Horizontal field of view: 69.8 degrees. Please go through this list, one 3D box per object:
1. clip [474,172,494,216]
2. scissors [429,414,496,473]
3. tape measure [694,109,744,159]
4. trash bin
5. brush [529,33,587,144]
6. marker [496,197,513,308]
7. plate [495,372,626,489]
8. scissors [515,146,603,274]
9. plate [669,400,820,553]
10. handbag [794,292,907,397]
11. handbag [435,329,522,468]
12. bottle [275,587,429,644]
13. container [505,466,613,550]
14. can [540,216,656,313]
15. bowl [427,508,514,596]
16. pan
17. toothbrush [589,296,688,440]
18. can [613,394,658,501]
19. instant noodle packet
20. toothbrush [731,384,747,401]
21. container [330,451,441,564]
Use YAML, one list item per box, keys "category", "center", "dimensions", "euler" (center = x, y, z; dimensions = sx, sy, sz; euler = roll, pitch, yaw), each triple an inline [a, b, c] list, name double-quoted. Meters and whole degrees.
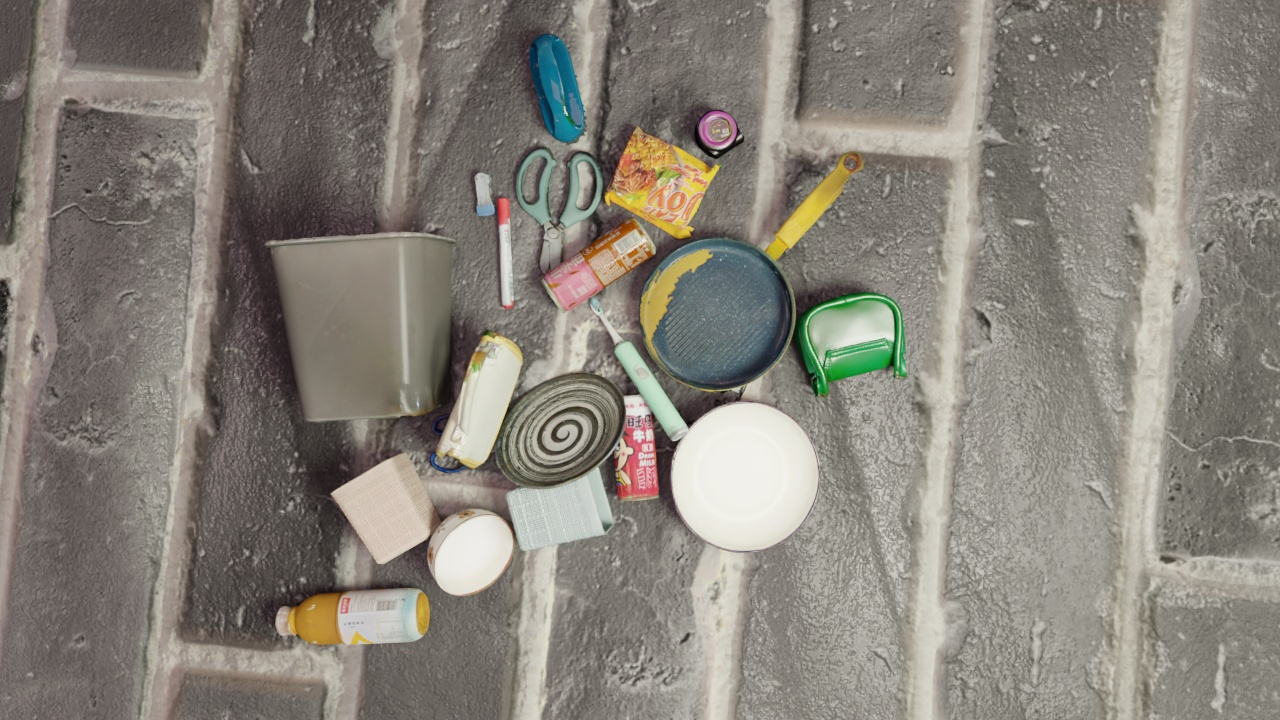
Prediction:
- category: "clip"
  center: [-0.207, -0.220, 1.216]
  dimensions: [0.025, 0.032, 0.057]
  euler: [-6, 95, 5]
- category: "scissors"
  center: [-0.197, 0.122, 1.208]
  dimensions: [0.172, 0.012, 0.132]
  euler: [32, 89, 3]
- category: "tape measure"
  center: [0.099, -0.294, 1.189]
  dimensions: [0.057, 0.039, 0.058]
  euler: [-35, 92, 1]
- category: "trash bin"
  center: [-0.332, -0.044, 1.140]
  dimensions: [0.199, 0.198, 0.220]
  euler: [-3, 95, 5]
- category: "brush"
  center: [-0.109, -0.354, 1.185]
  dimensions: [0.055, 0.073, 0.144]
  euler: [-14, 88, 7]
- category: "marker"
  center: [-0.178, -0.141, 1.211]
  dimensions: [0.017, 0.017, 0.145]
  euler: [-3, 88, 3]
- category: "plate"
  center: [-0.098, 0.091, 1.153]
  dimensions: [0.180, 0.024, 0.179]
  euler: [-13, 46, 14]
- category: "scissors"
  center: [-0.098, -0.195, 1.207]
  dimensions: [0.143, 0.019, 0.180]
  euler: [-4, 87, 3]
- category: "plate"
  center: [0.130, 0.146, 1.165]
  dimensions: [0.192, 0.039, 0.192]
  euler: [0, 92, -6]
- category: "handbag"
  center: [0.266, -0.023, 1.156]
  dimensions: [0.131, 0.068, 0.120]
  euler: [-15, 88, 3]
- category: "handbag"
  center: [-0.196, 0.047, 1.121]
  dimensions: [0.063, 0.179, 0.163]
  euler: [20, 79, -1]
- category: "bottle"
  center: [-0.371, 0.331, 1.183]
  dimensions: [0.189, 0.068, 0.068]
  euler: [-4, 88, 3]
- category: "container"
  center: [-0.103, 0.186, 1.163]
  dimensions: [0.111, 0.090, 0.090]
  euler: [-16, 87, 5]
- category: "can"
  center: [-0.054, -0.123, 1.183]
  dimensions: [0.147, 0.058, 0.058]
  euler: [-33, 87, 2]
- category: "bowl"
  center: [-0.224, 0.236, 1.171]
  dimensions: [0.062, 0.113, 0.113]
  euler: [26, 90, 47]
- category: "pan"
  center: [0.150, -0.119, 1.154]
  dimensions: [0.197, 0.078, 0.357]
  euler: [43, 91, 8]
- category: "toothbrush"
  center: [-0.007, 0.007, 1.165]
  dimensions: [0.026, 0.027, 0.224]
  euler: [-27, 66, -16]
- category: "can"
  center: [-0.008, 0.111, 1.176]
  dimensions: [0.053, 0.053, 0.132]
  euler: [-5, 88, 3]
- category: "instant noodle packet"
  center: [0.028, -0.229, 1.189]
  dimensions: [0.128, 0.044, 0.111]
  euler: [26, 94, 3]
- category: "toothbrush"
  center: [0.098, 0.102, 1.189]
  dimensions: [0.018, 0.015, 0.181]
  euler: [24, 89, 10]
- category: "container"
  center: [-0.320, 0.190, 1.176]
  dimensions: [0.090, 0.090, 0.111]
  euler: [-30, 90, 2]
